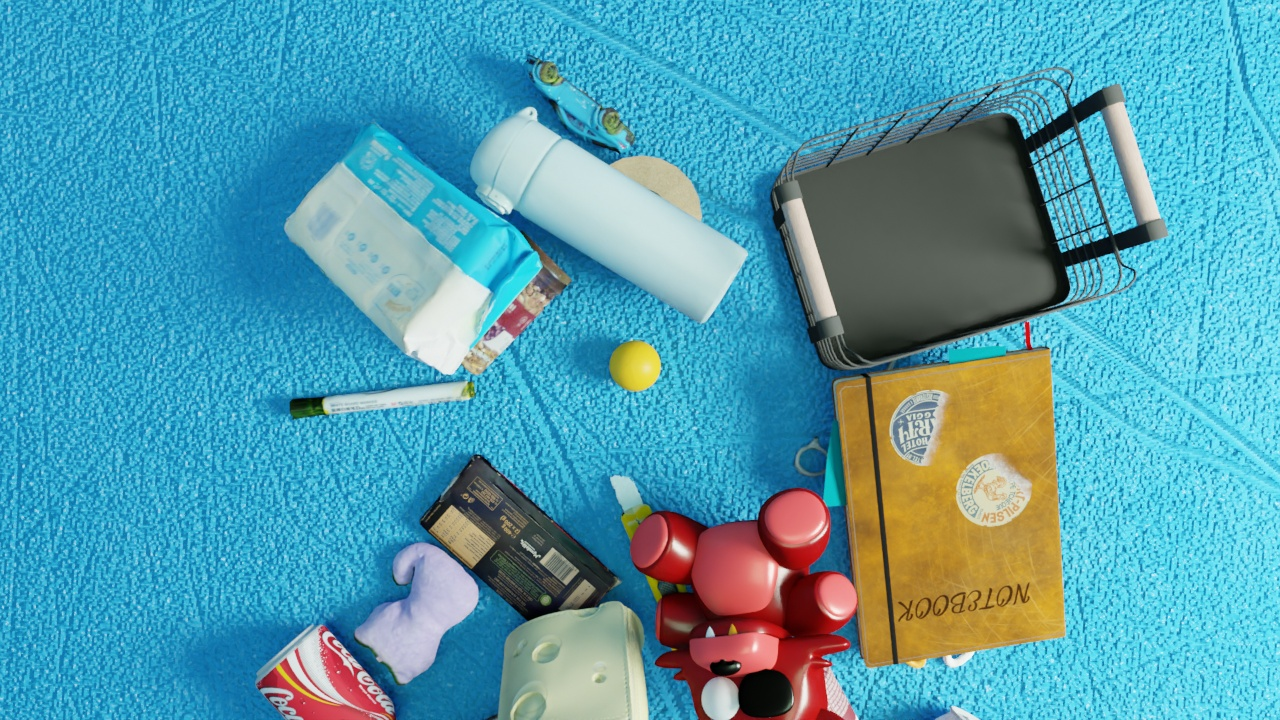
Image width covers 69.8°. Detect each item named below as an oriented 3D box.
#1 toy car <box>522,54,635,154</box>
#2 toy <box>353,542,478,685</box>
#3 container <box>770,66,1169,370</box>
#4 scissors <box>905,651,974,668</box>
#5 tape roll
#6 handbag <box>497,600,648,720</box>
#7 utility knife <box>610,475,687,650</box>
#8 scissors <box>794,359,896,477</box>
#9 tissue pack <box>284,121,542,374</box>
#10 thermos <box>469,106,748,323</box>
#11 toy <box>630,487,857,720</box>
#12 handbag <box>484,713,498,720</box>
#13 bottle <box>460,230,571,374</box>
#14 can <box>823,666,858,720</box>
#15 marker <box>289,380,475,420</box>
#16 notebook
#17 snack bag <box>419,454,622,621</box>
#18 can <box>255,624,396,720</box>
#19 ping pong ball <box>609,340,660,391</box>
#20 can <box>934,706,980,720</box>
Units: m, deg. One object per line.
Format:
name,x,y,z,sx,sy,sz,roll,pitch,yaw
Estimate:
toy car,-0.051,-0.196,0.714,0.105,0.048,0.032,38,94,-2
toy,-0.179,0.196,0.724,0.080,0.036,0.099,42,86,10
container,0.220,-0.097,0.670,0.241,0.130,0.163,-17,88,0
scissors,0.244,0.184,0.735,0.073,0.012,0.131,7,92,-2
tape roll,0.001,-0.112,0.724,0.094,0.027,0.094,0,91,0
handbag,-0.048,0.252,0.674,0.111,0.119,0.081,-6,126,0
utility knife,0.015,0.172,0.736,0.030,0.017,0.175,-23,88,-9
scissors,0.197,0.079,0.731,0.141,0.014,0.171,16,88,5
tissue pack,-0.175,-0.088,0.681,0.209,0.066,0.117,39,89,26
thermos,-0.025,-0.106,0.676,0.207,0.065,0.078,31,84,-1
toy,0.078,0.201,0.659,0.159,0.120,0.197,-13,65,21
handbag,-0.074,0.341,0.706,0.176,0.074,0.151,-30,90,-1
bottle,-0.109,-0.044,0.711,0.056,0.056,0.105,45,91,-1
can,0.140,0.291,0.711,0.063,0.063,0.114,-29,91,0
marker,-0.205,0.031,0.731,0.146,0.017,0.017,-6,90,0
notebook,0.229,0.108,0.698,0.178,0.014,0.249,-9,102,-1
snack bag,-0.098,0.151,0.731,0.155,0.018,0.074,42,90,0
can,-0.241,0.261,0.709,0.064,0.064,0.105,-42,91,0
ping pong ball,-0.004,0.004,0.719,0.040,0.040,0.040,0,90,0
can,0.233,0.344,0.704,0.078,0.078,0.136,31,90,0
